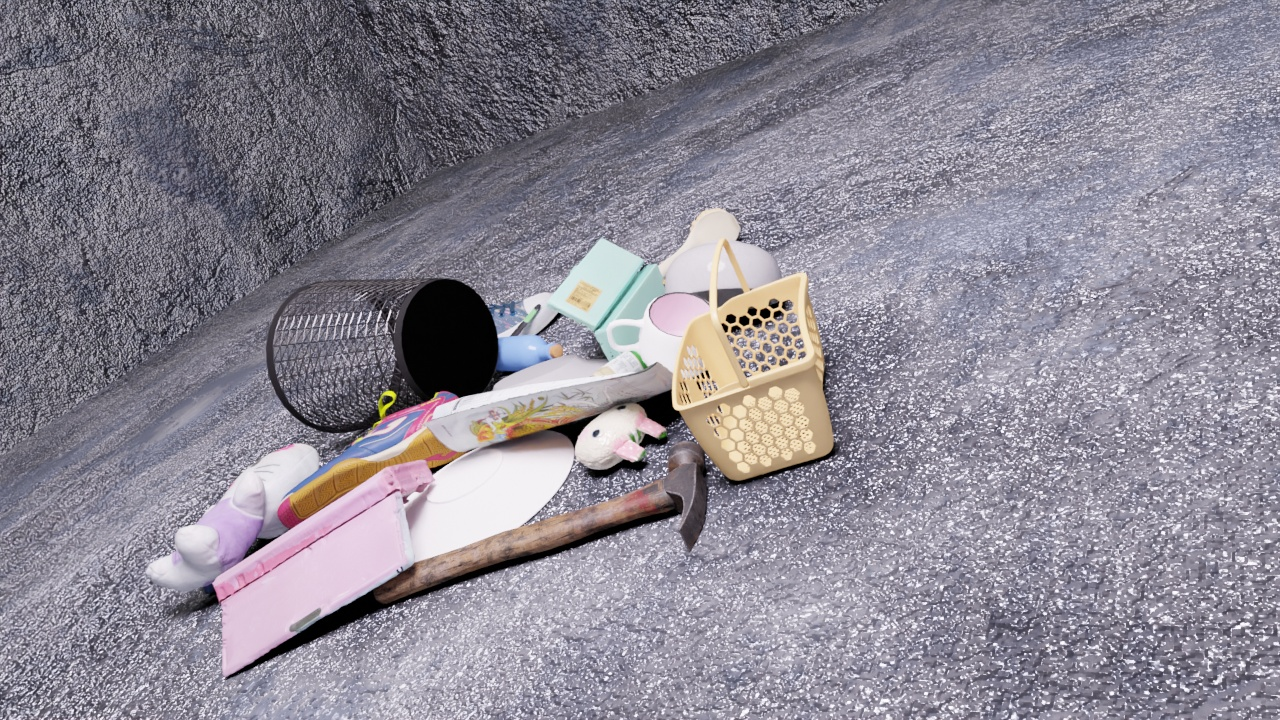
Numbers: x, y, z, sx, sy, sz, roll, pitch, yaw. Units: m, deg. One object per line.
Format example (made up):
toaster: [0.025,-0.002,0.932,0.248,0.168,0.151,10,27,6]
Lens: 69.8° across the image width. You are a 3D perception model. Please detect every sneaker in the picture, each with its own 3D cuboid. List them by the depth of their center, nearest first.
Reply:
sneaker: [-0.313,0.116,1.079,0.241,0.116,0.091,-27,50,-12]
sneaker: [-0.237,-0.051,1.375,0.235,0.079,0.087,-26,22,1]

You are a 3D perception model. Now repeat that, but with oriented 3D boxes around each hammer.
hammer: [-0.097,0.163,0.813,0.331,0.033,0.119,-21,24,15]

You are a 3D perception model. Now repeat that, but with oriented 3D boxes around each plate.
plate: [-0.179,0.132,0.970,0.229,0.030,0.229,-23,22,10]
plate: [-0.124,0.021,1.115,0.173,0.019,0.172,-19,10,3]

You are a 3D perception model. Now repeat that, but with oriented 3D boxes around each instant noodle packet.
instant noodle packet: [-0.081,0.046,0.958,0.270,0.057,0.146,-12,-8,19]

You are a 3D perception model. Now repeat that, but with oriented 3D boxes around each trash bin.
trash bin: [-0.334,-0.014,1.229,0.244,0.217,0.216,-5,30,37]

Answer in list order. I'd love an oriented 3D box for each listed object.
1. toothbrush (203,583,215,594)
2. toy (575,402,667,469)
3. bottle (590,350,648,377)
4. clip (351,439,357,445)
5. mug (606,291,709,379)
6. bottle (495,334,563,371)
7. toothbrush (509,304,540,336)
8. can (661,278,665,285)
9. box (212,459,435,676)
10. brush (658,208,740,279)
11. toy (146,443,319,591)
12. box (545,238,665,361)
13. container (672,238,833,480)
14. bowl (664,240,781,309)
toothbrush: [-0.415,0.222,1.049,0.190,0.017,0.016,-25,22,4]
toy: [-0.029,0.076,0.913,0.112,0.050,0.087,7,39,45]
bottle: [-0.006,0.006,1.047,0.109,0.043,0.043,-34,23,-15]
clip: [-0.380,0.117,1.213,0.023,0.041,0.059,-16,28,15]
mug: [0.025,-0.023,0.993,0.124,0.076,0.090,1,46,-3]
bottle: [-0.152,-0.010,1.231,0.131,0.048,0.047,-2,32,46]
toothbrush: [-0.193,-0.019,1.298,0.014,0.017,0.187,11,51,31]
can: [0.081,-0.096,1.151,0.099,0.059,0.054,-35,23,-21]
box: [-0.320,0.189,0.911,0.233,0.075,0.172,-33,22,8]
brush: [0.036,-0.128,1.290,0.271,0.062,0.077,-40,9,-21]
toy: [-0.456,0.180,1.062,0.138,0.085,0.208,-42,6,32]
box: [-0.028,-0.075,1.133,0.056,0.138,0.186,-33,16,34]
container: [0.092,-0.010,0.805,0.129,0.167,0.183,-19,24,17]
bowl: [0.094,-0.100,1.049,0.132,0.064,0.132,-2,-8,0]
